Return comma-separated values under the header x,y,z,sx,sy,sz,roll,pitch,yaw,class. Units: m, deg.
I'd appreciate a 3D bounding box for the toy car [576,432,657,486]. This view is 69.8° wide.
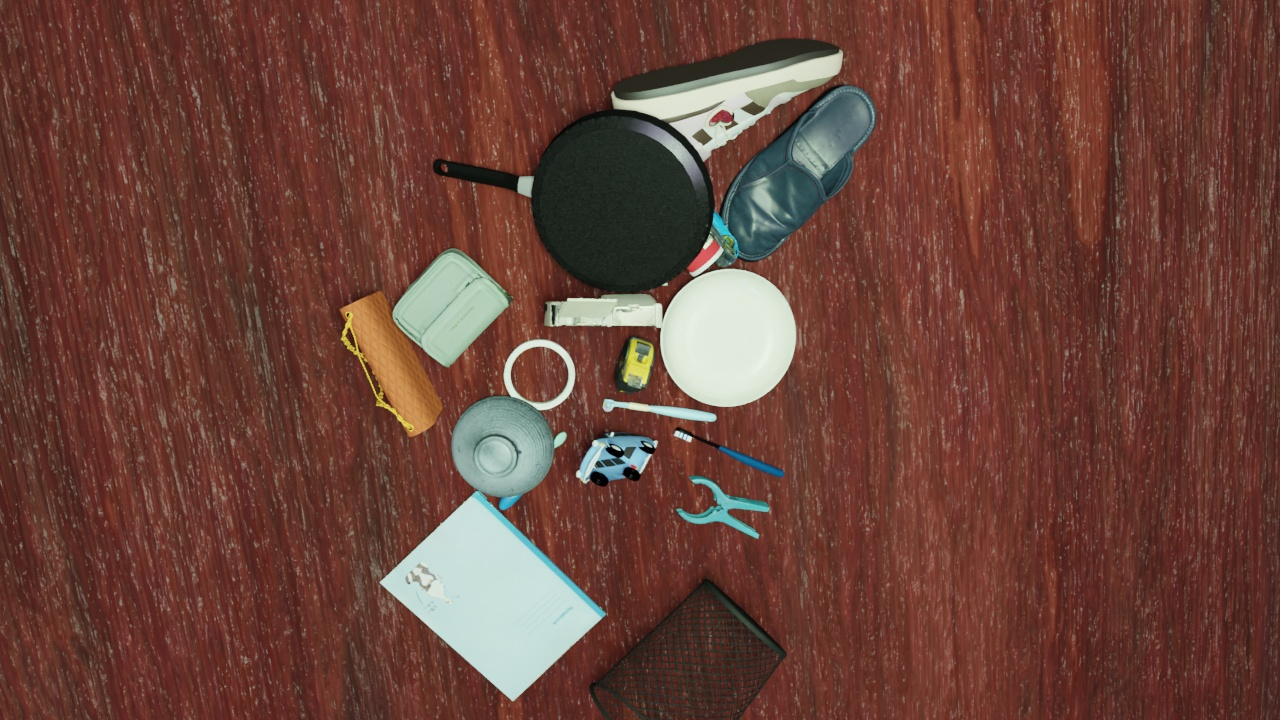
x,y,z,sx,sy,sz,roll,pitch,yaw,class
-0.032,0.123,1.178,0.055,0.153,0.056,34,104,25,toy car

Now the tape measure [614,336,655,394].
x,y,z,sx,sy,sz,roll,pitch,yaw,class
-0.007,0.007,1.190,0.042,0.071,0.072,15,74,-8,tape measure

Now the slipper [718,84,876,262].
x,y,z,sx,sy,sz,roll,pitch,yaw,class
0.205,-0.241,1.174,0.109,0.083,0.266,41,96,-13,slipper

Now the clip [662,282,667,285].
x,y,z,sx,sy,sz,roll,pitch,yaw,class
0.011,-0.147,1.184,0.059,0.052,0.102,-4,98,-20,clip

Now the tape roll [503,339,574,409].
x,y,z,sx,sy,sz,roll,pitch,yaw,class
-0.133,0.019,1.204,0.093,0.013,0.093,-1,99,-7,tape roll

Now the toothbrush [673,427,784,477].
x,y,z,sx,sy,sz,roll,pitch,yaw,class
0.123,0.127,1.255,0.167,0.014,0.014,24,83,-11,toothbrush

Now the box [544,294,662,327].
x,y,z,sx,sy,sz,roll,pitch,yaw,class
-0.039,-0.062,1.119,0.143,0.184,0.044,-1,94,-13,box

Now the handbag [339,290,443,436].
x,y,z,sx,sy,sz,roll,pitch,yaw,class
-0.313,0.006,1.129,0.060,0.109,0.172,-26,101,-3,handbag

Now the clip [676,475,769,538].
x,y,z,sx,sy,sz,roll,pitch,yaw,class
0.103,0.218,1.262,0.130,0.030,0.120,37,88,-10,clip

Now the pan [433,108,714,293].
x,y,z,sx,sy,sz,roll,pitch,yaw,class
-0.088,-0.201,1.120,0.356,0.034,0.226,12,118,6,pan

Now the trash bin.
x,y,z,sx,sy,sz,roll,pitch,yaw,class
0.071,0.418,1.218,0.184,0.184,0.210,44,85,-12,trash bin

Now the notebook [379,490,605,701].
x,y,z,sx,sy,sz,roll,pitch,yaw,class
-0.197,0.322,1.245,0.181,0.009,0.253,-44,102,1,notebook

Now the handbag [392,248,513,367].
x,y,z,sx,sy,sz,roll,pitch,yaw,class
-0.238,-0.069,1.150,0.106,0.067,0.122,43,91,-13,handbag

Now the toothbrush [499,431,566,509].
x,y,z,sx,sy,sz,roll,pitch,yaw,class
-0.143,0.146,1.224,0.022,0.017,0.135,39,94,-12,toothbrush

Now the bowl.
x,y,z,sx,sy,sz,roll,pitch,yaw,class
-0.182,0.117,1.179,0.137,0.057,0.137,0,99,2,bowl

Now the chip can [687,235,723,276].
x,y,z,sx,sy,sz,roll,pitch,yaw,class
0.014,-0.201,1.144,0.052,0.052,0.214,-43,102,0,chip can

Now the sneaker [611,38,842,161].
x,y,z,sx,sy,sz,roll,pitch,yaw,class
0.117,-0.316,1.152,0.293,0.111,0.116,-17,122,-6,sneaker

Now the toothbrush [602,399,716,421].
x,y,z,sx,sy,sz,roll,pitch,yaw,class
0.027,0.068,1.233,0.155,0.016,0.022,7,130,-8,toothbrush

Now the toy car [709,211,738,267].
x,y,z,sx,sy,sz,roll,pitch,yaw,class
0.089,-0.170,1.190,0.105,0.048,0.032,52,53,-7,toy car

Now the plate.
x,y,z,sx,sy,sz,roll,pitch,yaw,class
0.114,-0.031,1.219,0.182,0.034,0.182,-1,99,-8,plate
